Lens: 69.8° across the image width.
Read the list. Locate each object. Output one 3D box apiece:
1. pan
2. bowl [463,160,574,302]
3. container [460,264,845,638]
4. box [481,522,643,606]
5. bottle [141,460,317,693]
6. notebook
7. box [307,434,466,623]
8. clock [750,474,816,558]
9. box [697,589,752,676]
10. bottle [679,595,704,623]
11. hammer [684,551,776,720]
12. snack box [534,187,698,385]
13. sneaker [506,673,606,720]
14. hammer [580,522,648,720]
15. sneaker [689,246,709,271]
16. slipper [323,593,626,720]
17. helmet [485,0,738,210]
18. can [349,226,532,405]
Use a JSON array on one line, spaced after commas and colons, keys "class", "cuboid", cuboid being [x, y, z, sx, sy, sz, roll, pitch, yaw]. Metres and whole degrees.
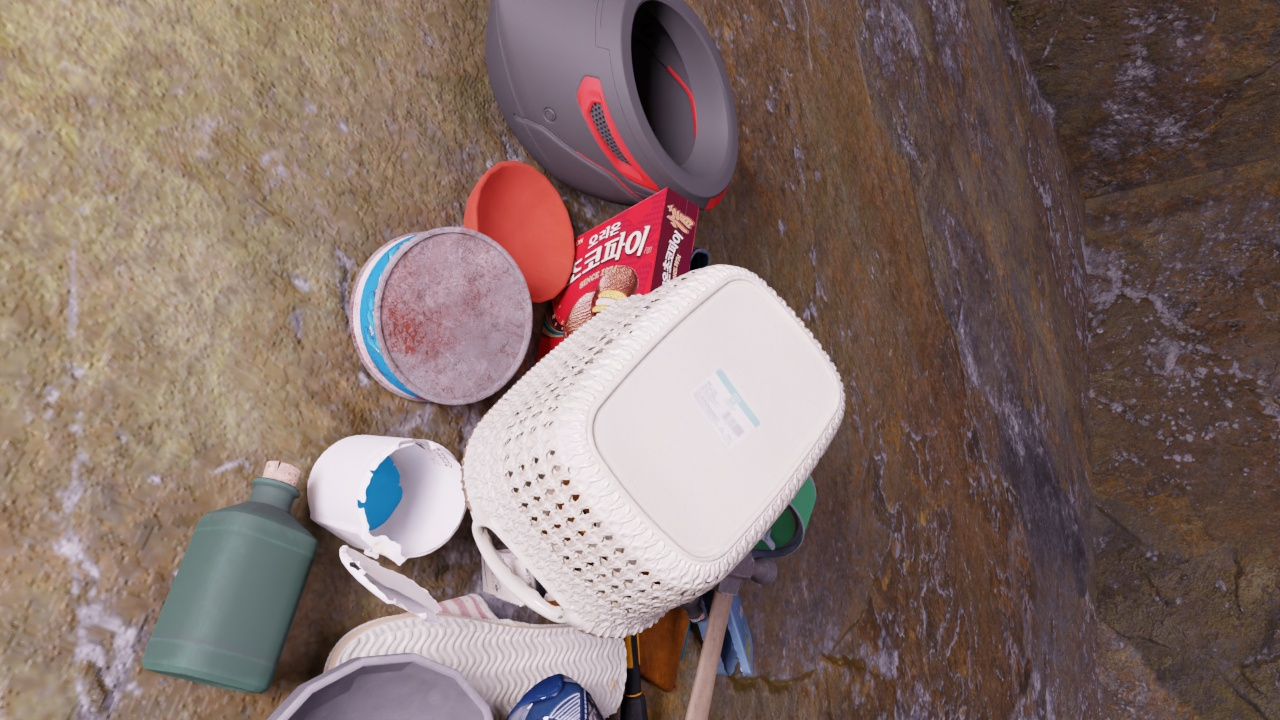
[{"class": "pan", "cuboid": [-0.226, 0.308, 0.507, 0.356, 0.041, 0.178, -35, 108, -39]}, {"class": "bowl", "cuboid": [-0.109, -0.107, 0.787, 0.121, 0.035, 0.122, 16, 70, -51]}, {"class": "container", "cuboid": [0.017, 0.051, 0.601, 0.184, 0.143, 0.245, 49, 55, -6]}, {"class": "box", "cuboid": [-0.036, 0.128, 0.701, 0.185, 0.146, 0.095, -25, 91, -24]}, {"class": "bottle", "cuboid": [-0.234, 0.124, 0.545, 0.061, 0.061, 0.131, 36, 55, -41]}, {"class": "notebook", "cuboid": [-0.011, 0.188, 0.871, 0.249, 0.014, 0.178, 46, 48, -38]}, {"class": "box", "cuboid": [-0.156, 0.101, 0.578, 0.084, 0.163, 0.111, 46, 60, -26]}, {"class": "clock", "cuboid": [0.115, 0.134, 0.948, 0.075, 0.122, 0.162, -59, 152, -43]}, {"class": "box", "cuboid": [0.083, 0.227, 0.936, 0.066, 0.049, 0.210, -46, 126, -53]}, {"class": "bottle", "cuboid": [0.035, 0.206, 0.882, 0.036, 0.036, 0.110, -46, 119, -47]}, {"class": "hammer", "cuboid": [0.051, 0.339, 0.864, 0.119, 0.031, 0.331, 22, 79, -43]}, {"class": "snack box", "cuboid": [-0.023, -0.058, 0.789, 0.035, 0.152, 0.132, 26, 61, -33]}, {"class": "sneaker", "cuboid": [-0.011, 0.354, 0.653, 0.103, 0.133, 0.269, -24, 103, -40]}, {"class": "hammer", "cuboid": [-0.009, 0.294, 0.808, 0.123, 0.036, 0.320, -2, 89, -35]}, {"class": "sneaker", "cuboid": [0.047, -0.006, 0.938, 0.087, 0.079, 0.235, 8, 76, -52]}, {"class": "slipper", "cuboid": [-0.116, 0.234, 0.684, 0.262, 0.052, 0.115, 14, 74, -43]}, {"class": "helmet", "cuboid": [-0.040, -0.241, 0.796, 0.163, 0.170, 0.265, -52, 126, -36]}, {"class": "can", "cuboid": [-0.146, -0.033, 0.685, 0.129, 0.044, 0.130, -1, 92, -40]}]
